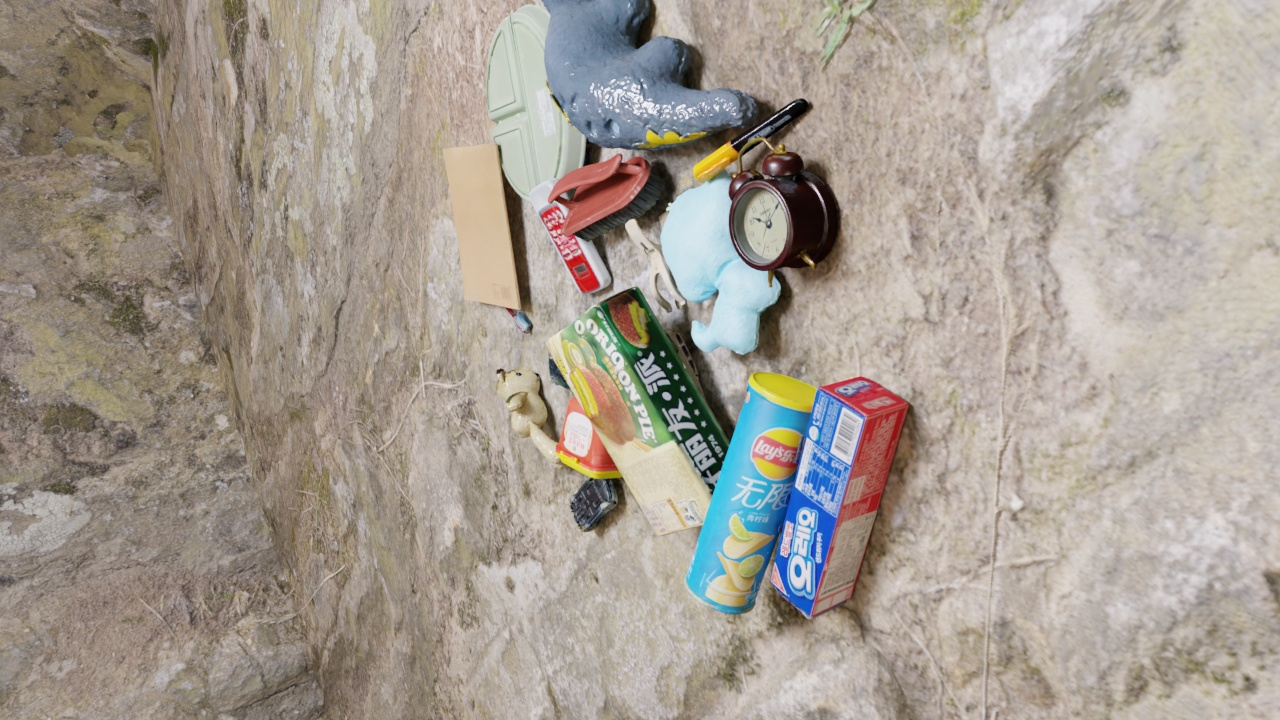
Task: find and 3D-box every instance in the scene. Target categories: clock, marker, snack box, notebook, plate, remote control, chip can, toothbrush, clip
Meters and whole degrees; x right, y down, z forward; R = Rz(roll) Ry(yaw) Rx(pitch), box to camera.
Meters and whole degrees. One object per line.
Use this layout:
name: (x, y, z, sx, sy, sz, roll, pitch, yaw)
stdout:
clock: (0.114, -0.128, 0.771, 0.082, 0.055, 0.122, -21, 86, 55)
marker: (0.093, -0.189, 0.791, 0.124, 0.018, 0.015, -28, 51, 38)
snack box: (0.164, 0.118, 0.776, 0.057, 0.058, 0.208, 36, 127, 43)
notebook: (-0.210, -0.176, 1.212, 0.150, 0.012, 0.211, 14, 115, 52)
plate: (-0.128, -0.289, 1.063, 0.230, 0.027, 0.230, 35, 133, 49)
snack box: (-0.046, 0.085, 1.045, 0.091, 0.081, 0.080, 19, 105, 50)
snack box: (0.007, 0.055, 0.923, 0.115, 0.063, 0.240, -31, 89, 53)
remote control: (-0.081, -0.139, 1.039, 0.056, 0.020, 0.136, -12, 109, 56)
chip can: (0.100, 0.119, 0.818, 0.071, 0.071, 0.210, 35, 115, 44)
toothbrush: (-0.197, -0.099, 1.253, 0.187, 0.016, 0.017, 49, 128, 34)
clip: (0.024, -0.099, 0.922, 0.035, 0.070, 0.100, -29, 84, 55)

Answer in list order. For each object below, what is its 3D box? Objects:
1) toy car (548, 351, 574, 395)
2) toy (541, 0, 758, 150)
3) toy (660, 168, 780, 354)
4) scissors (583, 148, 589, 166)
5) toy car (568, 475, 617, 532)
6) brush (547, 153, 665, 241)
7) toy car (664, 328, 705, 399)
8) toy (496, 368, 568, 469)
toy car: (-0.084, 0.013, 1.112, 0.091, 0.034, 0.043, 18, 117, 53)
toy: (-0.026, -0.285, 0.892, 0.356, 0.091, 0.138, 50, 125, 30)
toy: (0.068, -0.092, 0.848, 0.156, 0.049, 0.162, 34, 115, 32)
scissors: (-0.105, -0.268, 1.075, 0.174, 0.012, 0.126, 1, 102, 56)
toy car: (-0.055, 0.171, 1.123, 0.049, 0.031, 0.106, 61, 143, 21)
brush: (-0.038, -0.174, 0.947, 0.146, 0.069, 0.063, -12, 54, 55)
toy car: (0.038, 0.012, 0.940, 0.042, 0.035, 0.090, -23, 93, 55)
toy: (-0.136, 0.074, 1.190, 0.157, 0.066, 0.105, 55, -179, 23)
